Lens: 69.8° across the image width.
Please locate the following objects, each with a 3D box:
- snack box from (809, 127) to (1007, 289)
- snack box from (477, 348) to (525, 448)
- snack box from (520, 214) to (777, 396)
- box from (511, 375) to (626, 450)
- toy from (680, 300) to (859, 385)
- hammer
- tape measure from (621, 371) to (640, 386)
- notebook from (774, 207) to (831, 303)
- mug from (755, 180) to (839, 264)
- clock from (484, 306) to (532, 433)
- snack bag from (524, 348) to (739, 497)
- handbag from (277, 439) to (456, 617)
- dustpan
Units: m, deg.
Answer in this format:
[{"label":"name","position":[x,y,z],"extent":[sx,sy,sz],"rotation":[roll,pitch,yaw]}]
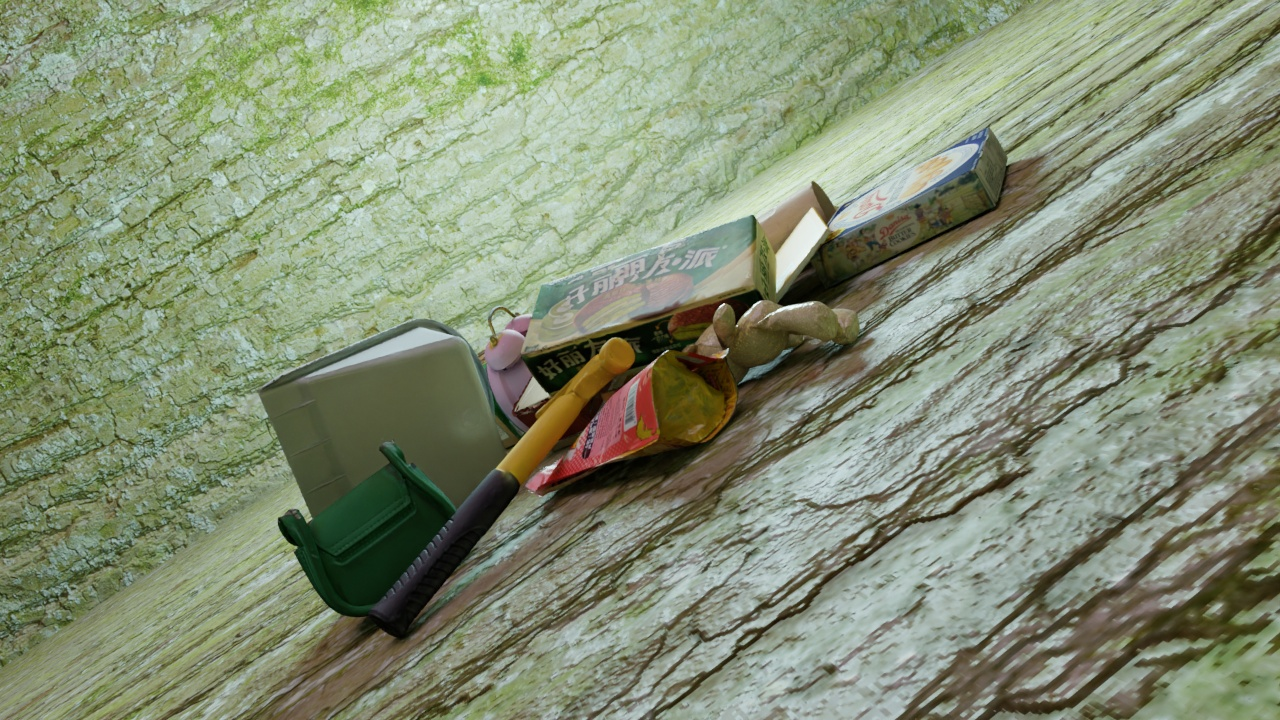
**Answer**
[{"label":"snack box","position":[0.274,-0.157,0.936],"extent":[0.183,0.046,0.177],"rotation":[-26,12,32]},{"label":"snack box","position":[-0.176,0.055,1.169],"extent":[0.118,0.118,0.105],"rotation":[-26,24,39]},{"label":"snack box","position":[0.009,-0.050,0.875],"extent":[0.240,0.063,0.114],"rotation":[-16,38,22]},{"label":"box","position":[-0.067,0.003,0.984],"extent":[0.092,0.080,0.167],"rotation":[-24,31,44]},{"label":"toy","position":[0.106,-0.017,0.749],"extent":[0.105,0.066,0.158],"rotation":[3,-12,-40]},{"label":"hammer","position":[-0.113,0.101,0.764],"extent":[0.299,0.033,0.129],"rotation":[-51,5,-34]},{"label":"tape measure","position":[-0.006,0.006,1.021],"extent":[0.060,0.029,0.057],"rotation":[-13,40,55]},{"label":"notebook","position":[0.143,-0.089,0.953],"extent":[0.146,0.010,0.206],"rotation":[-54,3,16]},{"label":"mug","position":[0.189,-0.153,1.109],"extent":[0.104,0.084,0.124],"rotation":[-29,-5,25]},{"label":"clock","position":[-0.128,0.008,1.056],"extent":[0.060,0.158,0.117],"rotation":[-29,11,23]},{"label":"snack bag","position":[-0.012,0.051,0.765],"extent":[0.128,0.073,0.208],"rotation":[-52,13,-33]},{"label":"handbag","position":[-0.226,0.147,0.783],"extent":[0.131,0.120,0.068],"rotation":[-39,5,-23]},{"label":"dustpan","position":[-0.247,0.073,0.965],"extent":[0.257,0.223,0.143],"rotation":[-25,17,-28]}]
